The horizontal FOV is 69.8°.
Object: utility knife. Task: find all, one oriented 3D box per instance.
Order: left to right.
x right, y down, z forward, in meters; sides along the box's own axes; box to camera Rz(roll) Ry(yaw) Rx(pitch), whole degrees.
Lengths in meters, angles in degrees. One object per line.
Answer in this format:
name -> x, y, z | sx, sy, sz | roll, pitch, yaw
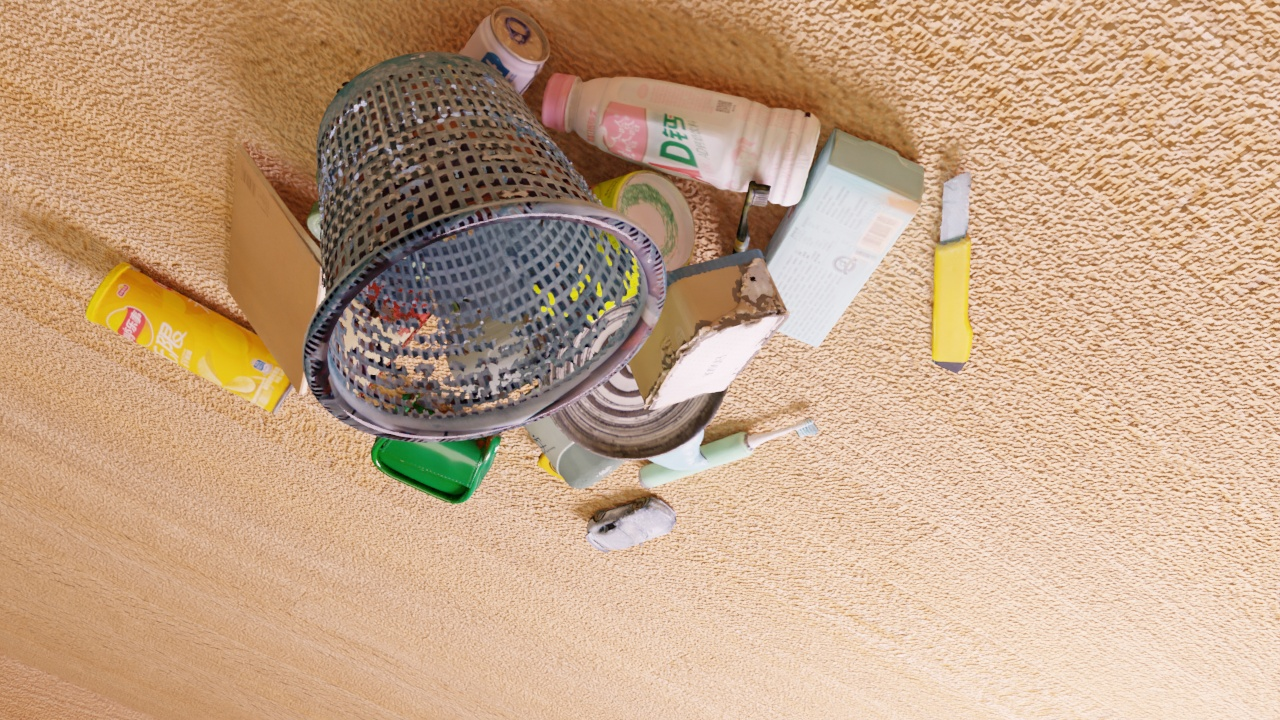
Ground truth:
utility knife -> 0.252, -0.065, 0.733 | 0.033, 0.015, 0.215 | 2, 139, 18

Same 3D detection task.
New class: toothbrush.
toothbrush -> 0.086, 0.095, 0.955 | 0.225, 0.026, 0.027 | -24, 99, 37
toothbrush -> 0.082, -0.090, 0.715 | 0.017, 0.012, 0.186 | 5, 161, 2

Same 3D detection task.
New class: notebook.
notebook -> -0.349, -0.078, 0.871 | 0.149, 0.012, 0.212 | 51, 141, 14

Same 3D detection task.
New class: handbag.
handbag -> -0.228, 0.094, 1.040 | 0.131, 0.067, 0.120 | 28, 130, -10

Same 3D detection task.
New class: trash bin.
trash bin -> -0.121, -0.087, 0.609 | 0.226, 0.195, 0.227 | -17, 149, -11

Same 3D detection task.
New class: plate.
plate -> -0.005, 0.005, 0.832 | 0.179, 0.024, 0.179 | -4, 108, -13

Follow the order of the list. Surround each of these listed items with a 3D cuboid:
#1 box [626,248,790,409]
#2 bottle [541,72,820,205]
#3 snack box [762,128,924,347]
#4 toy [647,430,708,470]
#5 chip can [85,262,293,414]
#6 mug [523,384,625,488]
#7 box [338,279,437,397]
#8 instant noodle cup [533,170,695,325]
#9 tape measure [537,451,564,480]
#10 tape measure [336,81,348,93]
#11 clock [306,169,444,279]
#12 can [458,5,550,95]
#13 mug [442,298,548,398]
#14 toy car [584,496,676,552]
box -> 0.046, -0.017, 0.736 | 0.089, 0.061, 0.185 | -14, 164, -21
bottle -> 0.027, -0.167, 0.665 | 0.197, 0.068, 0.068 | 16, 138, 5
snack box -> 0.145, -0.090, 0.717 | 0.074, 0.051, 0.175 | 23, 138, -3
toy -> -0.005, 0.062, 0.935 | 0.161, 0.049, 0.157 | 46, 138, -15
chip can -> -0.475, -0.021, 0.990 | 0.213, 0.071, 0.072 | 32, 137, -15
mug -> -0.067, 0.064, 0.899 | 0.106, 0.082, 0.112 | 53, 163, -5
box -> -0.272, -0.025, 0.891 | 0.091, 0.076, 0.169 | 40, 142, -11
instant noodle cup -> -0.025, -0.092, 0.711 | 0.111, 0.111, 0.124 | 43, 146, -25
tape measure -> -0.081, 0.110, 1.027 | 0.060, 0.028, 0.057 | 26, 139, -9
tape measure -> -0.212, -0.189, 0.749 | 0.066, 0.033, 0.066 | 16, 140, 2
clock -> -0.213, -0.124, 0.766 | 0.116, 0.056, 0.161 | 19, 162, -12
can -> -0.124, -0.201, 0.690 | 0.053, 0.053, 0.135 | 36, 135, -20
mug -> -0.129, -0.033, 0.862 | 0.104, 0.083, 0.124 | -23, 100, 35
toy car -> -0.012, 0.198, 1.094 | 0.121, 0.036, 0.054 | -26, 122, 34
